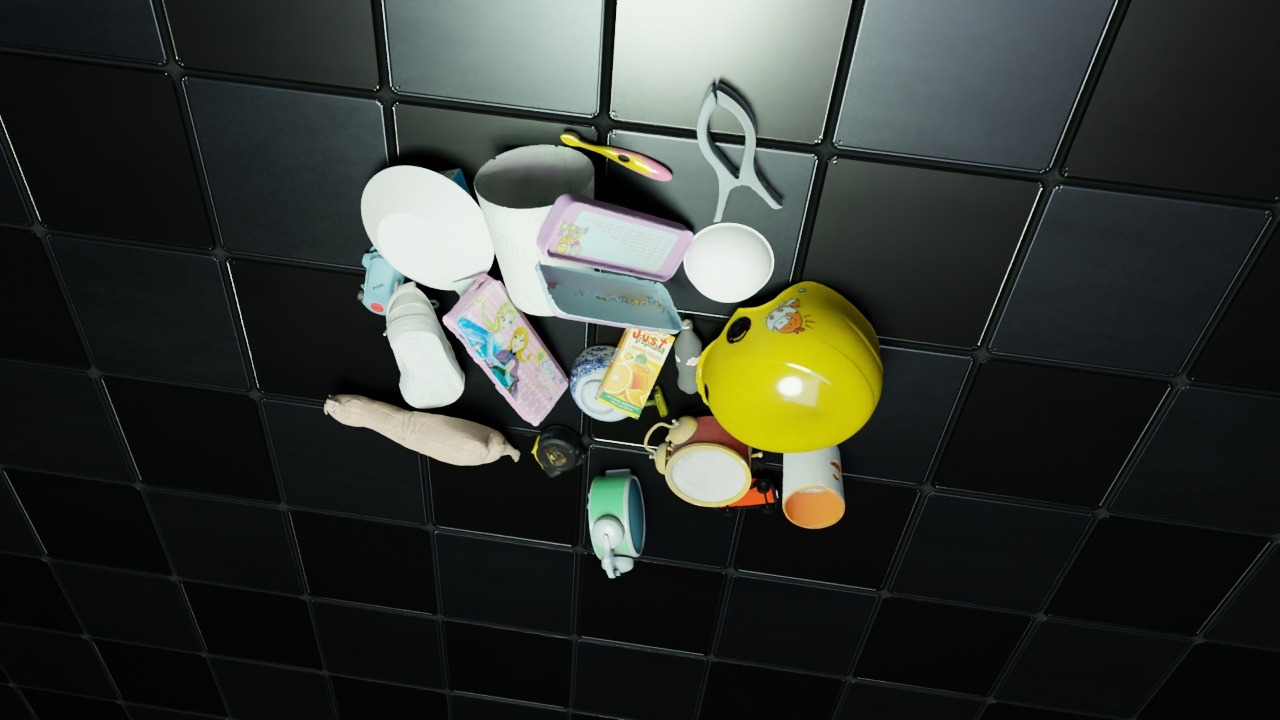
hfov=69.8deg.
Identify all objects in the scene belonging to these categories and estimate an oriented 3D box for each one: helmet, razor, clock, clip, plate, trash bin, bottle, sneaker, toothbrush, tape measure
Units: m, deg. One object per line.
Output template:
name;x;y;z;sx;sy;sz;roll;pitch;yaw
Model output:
helmet;0.188;0.037;1.137;0.240;0.139;0.209;-30;119;17
razor;-0.017;0.062;1.283;0.106;0.026;0.042;-7;129;19
clock;-0.040;0.243;1.342;0.075;0.161;0.122;-6;128;11
clip;0.094;-0.227;1.029;0.091;0.027;0.162;-16;124;22
plate;-0.263;-0.145;1.097;0.174;0.036;0.174;11;133;12
trash bin;-0.113;-0.146;1.066;0.133;0.133;0.162;2;134;7
clock;0.083;0.128;1.282;0.159;0.081;0.117;23;129;-8
bottle;0.064;-0.006;1.204;0.036;0.036;0.110;0;129;9
sneaker;-0.289;-0.018;1.225;0.089;0.090;0.243;-9;153;-8
toothbrush;-0.027;-0.234;1.050;0.135;0.016;0.021;19;127;-10
tape measure;-0.121;0.132;1.343;0.072;0.042;0.072;-22;120;28

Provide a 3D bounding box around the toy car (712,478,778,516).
toy car;0.151;0.193;1.344;0.100;0.048;0.051;-7;127;13

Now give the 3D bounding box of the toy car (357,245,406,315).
toy car;-0.339;-0.097;1.200;0.060;0.027;0.108;18;129;-6

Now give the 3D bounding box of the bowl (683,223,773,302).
bowl;0.106;-0.109;1.113;0.110;0.040;0.110;4;129;5

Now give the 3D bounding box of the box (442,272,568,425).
box;-0.186;-0.017;1.192;0.091;0.084;0.230;21;156;35

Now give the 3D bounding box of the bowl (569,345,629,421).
bowl;-0.050;0.039;1.238;0.114;0.045;0.114;9;121;15

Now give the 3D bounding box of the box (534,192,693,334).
box;-0.027;-0.103;1.036;0.062;0.140;0.213;4;178;42

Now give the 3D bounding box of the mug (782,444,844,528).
mug;0.239;0.167;1.273;0.082;0.105;0.082;4;129;5

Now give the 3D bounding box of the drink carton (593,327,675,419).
drink carton;-0.007;0.007;1.186;0.058;0.041;0.122;25;89;-10

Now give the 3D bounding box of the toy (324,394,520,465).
toy;-0.319;0.101;1.327;0.264;0.065;0.196;13;172;18

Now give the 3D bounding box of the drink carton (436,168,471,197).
drink carton;-0.218;-0.168;1.116;0.044;0.038;0.129;-6;128;13
